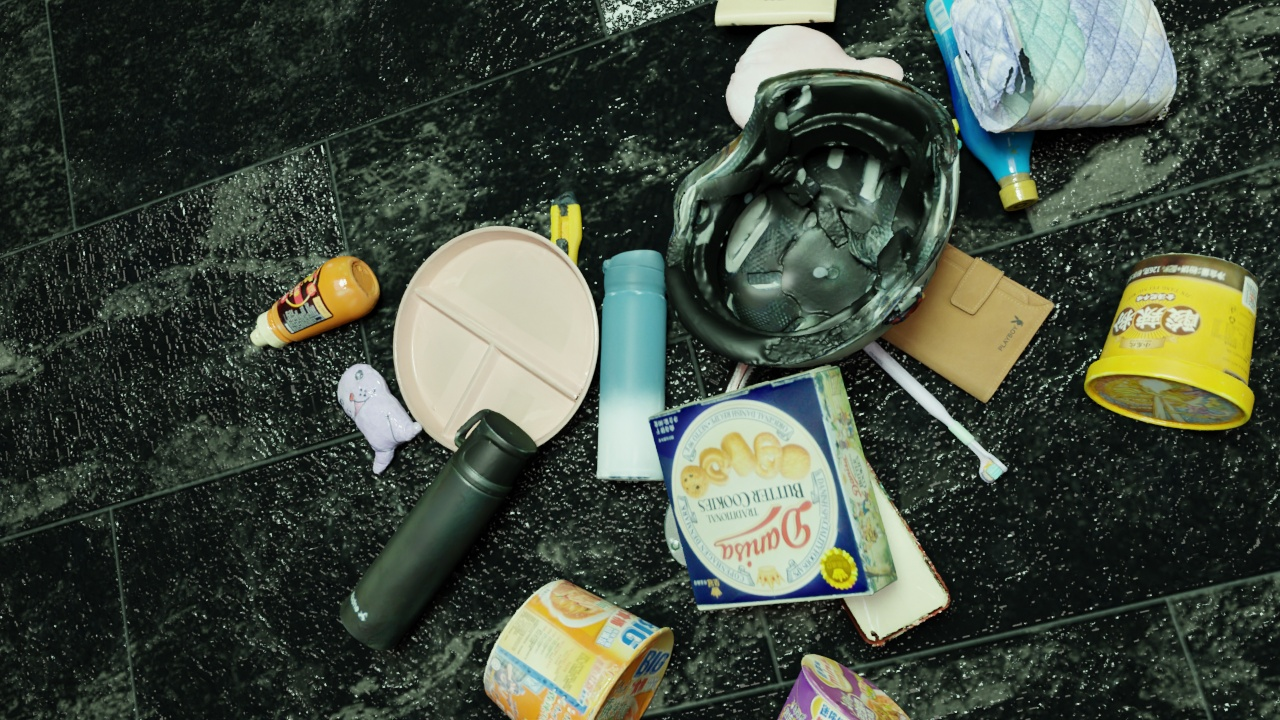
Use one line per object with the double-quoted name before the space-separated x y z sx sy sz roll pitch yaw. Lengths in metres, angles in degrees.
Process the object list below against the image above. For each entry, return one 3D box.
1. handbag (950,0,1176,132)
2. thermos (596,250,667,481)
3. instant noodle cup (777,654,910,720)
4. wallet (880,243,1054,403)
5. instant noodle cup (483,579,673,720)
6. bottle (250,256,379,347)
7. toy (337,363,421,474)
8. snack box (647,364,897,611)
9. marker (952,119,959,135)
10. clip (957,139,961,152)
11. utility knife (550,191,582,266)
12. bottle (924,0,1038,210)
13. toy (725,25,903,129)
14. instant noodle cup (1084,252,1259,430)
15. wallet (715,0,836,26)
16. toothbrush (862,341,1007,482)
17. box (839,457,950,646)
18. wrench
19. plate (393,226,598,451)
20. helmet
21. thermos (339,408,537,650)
"handbag" 0.359 -0.262 0.780 0.193 0.076 0.134 -9 79 -26
"thermos" -0.005 0.005 0.871 0.070 0.070 0.220 0 81 13
"instant noodle cup" 0.159 0.321 0.766 0.111 0.111 0.099 33 96 15
"wallet" 0.286 -0.041 0.830 0.132 0.031 0.108 35 92 14
"instant noodle cup" -0.057 0.272 0.804 0.111 0.151 0.151 28 88 24
"bottle" -0.348 -0.053 0.963 0.150 0.066 0.066 -26 76 15
"toy" -0.273 0.053 0.938 0.084 0.038 0.108 -46 75 25
"snack box" 0.106 0.112 0.777 0.178 0.045 0.182 -19 84 41
"marker" 0.240 -0.202 0.871 0.124 0.018 0.015 -16 73 11
"clip" 0.275 -0.189 0.860 0.057 0.047 0.014 -30 73 0
"utility knife" -0.075 -0.085 0.926 0.033 0.015 0.180 -3 81 15
"bottle" 0.318 -0.243 0.835 0.065 0.065 0.218 -14 78 10
"toy" 0.164 -0.259 0.877 0.159 0.054 0.121 21 82 19
"instant noodle cup" 0.440 -0.016 0.750 0.118 0.118 0.114 18 78 15
"wallet" 0.136 -0.363 0.905 0.115 0.024 0.087 2 56 16
"toothbrush" 0.254 0.035 0.831 0.021 0.029 0.189 -30 69 -35
"box" 0.191 0.153 0.797 0.091 0.075 0.168 -32 76 7
"wrench" 0.082 0.062 0.867 0.056 0.016 0.273 18 86 12
"plate" -0.142 -0.018 0.908 0.230 0.028 0.229 -2 85 22
"helmet" 0.158 -0.106 0.801 0.230 0.156 0.274 27 88 30
"thermos" -0.194 0.156 0.876 0.243 0.068 0.090 -53 41 9
